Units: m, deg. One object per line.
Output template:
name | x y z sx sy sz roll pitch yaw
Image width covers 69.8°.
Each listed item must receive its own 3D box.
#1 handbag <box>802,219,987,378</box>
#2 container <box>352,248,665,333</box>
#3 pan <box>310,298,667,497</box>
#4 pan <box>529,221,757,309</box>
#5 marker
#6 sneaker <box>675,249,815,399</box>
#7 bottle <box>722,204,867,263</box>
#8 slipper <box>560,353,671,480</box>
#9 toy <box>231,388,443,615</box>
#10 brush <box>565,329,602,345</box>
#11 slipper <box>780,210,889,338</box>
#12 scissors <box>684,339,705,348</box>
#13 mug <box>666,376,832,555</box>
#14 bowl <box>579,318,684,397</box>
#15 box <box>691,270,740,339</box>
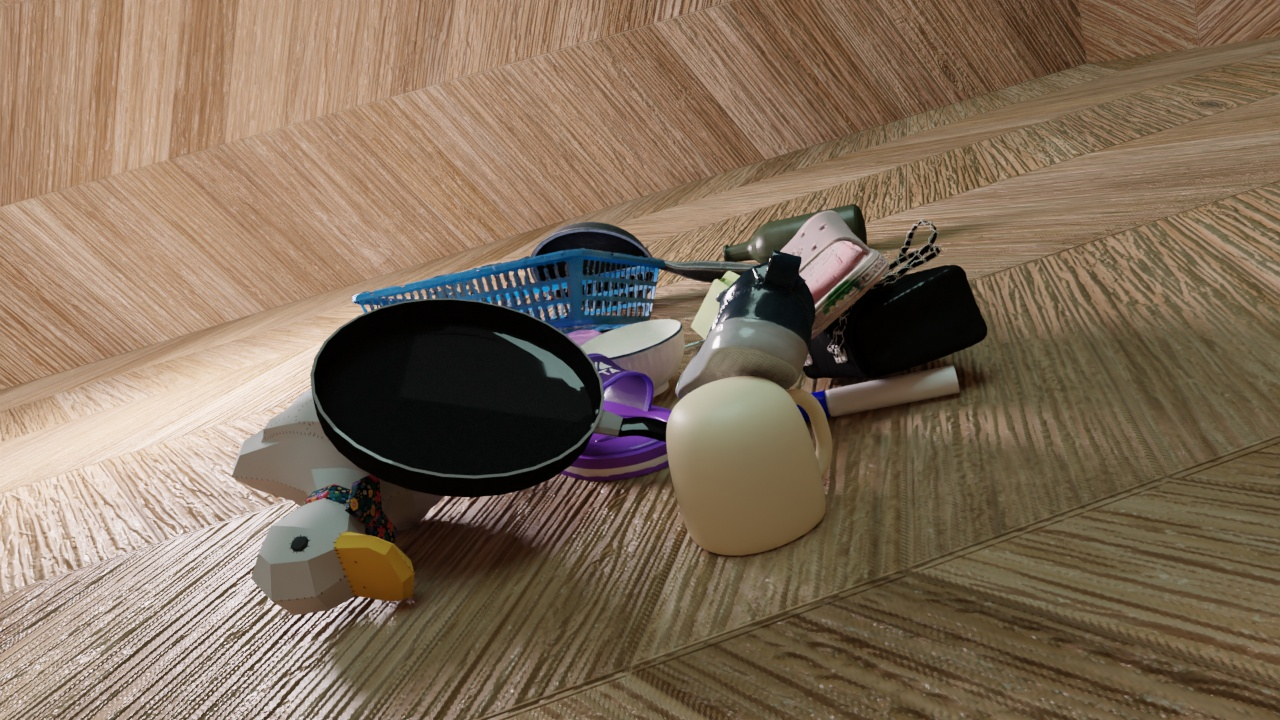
handbag | 0.199 -0.043 0.794 0.125 0.115 0.154 -23 6 -11
container | -0.170 -0.070 1.245 0.363 0.089 0.256 -8 -2 27
pan | -0.079 0.040 0.726 0.356 0.034 0.224 15 35 1
pan | 0.015 -0.137 1.337 0.357 0.187 0.055 -2 57 8
marker | 0.191 0.028 0.755 0.133 0.023 0.027 -12 8 14
sneaker | 0.084 -0.010 0.710 0.089 0.087 0.236 16 -17 1
bottle | 0.223 -0.174 1.348 0.207 0.071 0.071 -9 17 24
slipper | -0.059 0.038 0.860 0.107 0.084 0.267 -24 17 -27
toy | -0.236 0.094 0.755 0.247 0.141 0.266 6 34 25
brush | -0.148 0.017 1.085 0.228 0.043 0.089 -19 14 -20
slipper | 0.149 -0.082 0.797 0.094 0.064 0.239 -45 5 14
scissors | 0.123 -0.041 1.086 0.160 0.025 0.171 -3 23 23
mug | 0.077 0.058 0.619 0.120 0.100 0.096 -22 16 -21
bowl | -0.006 0.006 0.962 0.118 0.062 0.118 -15 16 4
box | 0.133 -0.039 1.006 0.083 0.091 0.188 18 13 -19
